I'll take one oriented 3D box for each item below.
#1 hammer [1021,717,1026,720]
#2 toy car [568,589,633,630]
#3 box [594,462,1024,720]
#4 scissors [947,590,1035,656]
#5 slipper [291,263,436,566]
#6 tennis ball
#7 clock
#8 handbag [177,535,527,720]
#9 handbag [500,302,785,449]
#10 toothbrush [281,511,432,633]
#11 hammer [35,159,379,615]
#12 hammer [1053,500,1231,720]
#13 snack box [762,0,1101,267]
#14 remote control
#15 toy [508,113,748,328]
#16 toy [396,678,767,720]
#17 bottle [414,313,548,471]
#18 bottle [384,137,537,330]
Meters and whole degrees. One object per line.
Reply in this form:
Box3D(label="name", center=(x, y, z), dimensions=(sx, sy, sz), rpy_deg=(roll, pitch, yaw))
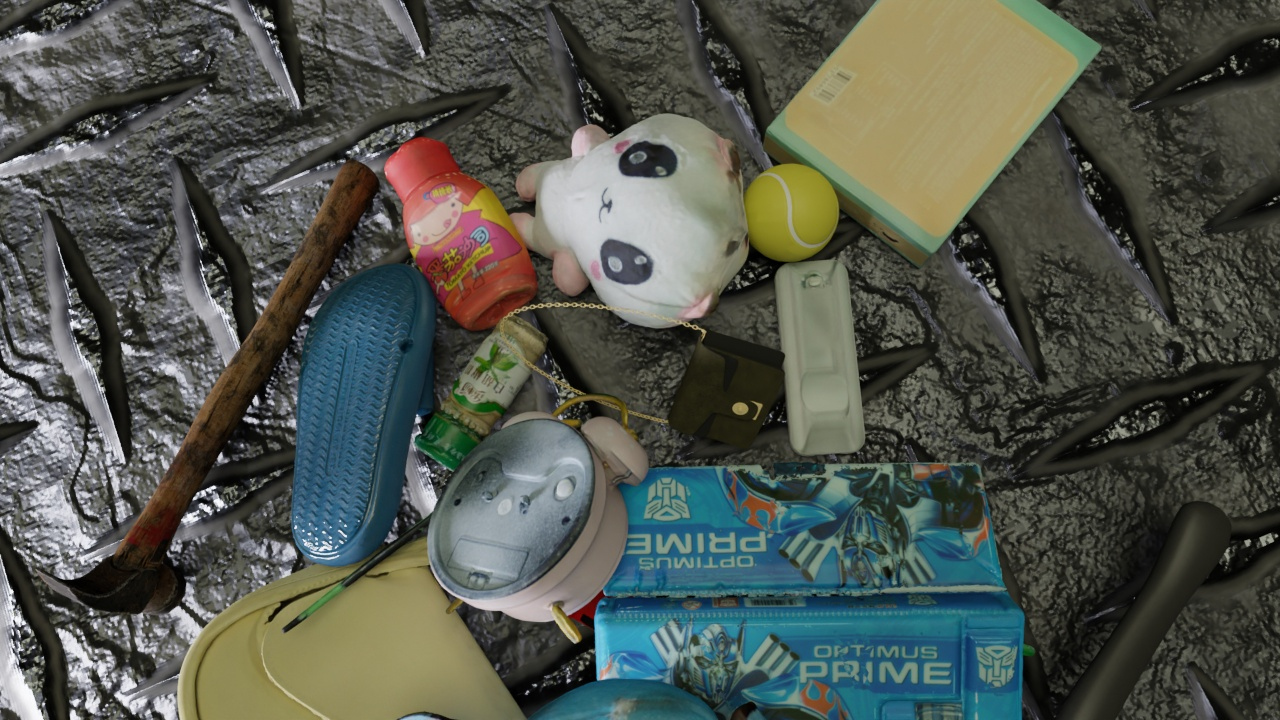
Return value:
Box3D(label="hammer", center=(0.275, 0.261, 0.557), dimensions=(0.333, 0.033, 0.133), rpy_deg=(29, 84, 7))
Box3D(label="toy car", center=(-0.011, 0.134, 0.598), dimensions=(0.038, 0.025, 0.089), rpy_deg=(27, 82, 7))
Box3D(label="box", center=(0.096, 0.144, 0.543), dimensions=(0.243, 0.060, 0.175), rpy_deg=(-2, 79, 3))
Box3D(label="scissors", center=(0.194, 0.161, 0.592), dimensions=(0.127, 0.011, 0.123), rpy_deg=(15, 83, 5))
Box3D(label="slipper", center=(-0.172, 0.029, 0.595), dimensions=(0.104, 0.059, 0.213), rpy_deg=(-15, 59, 25))
Box3D(label="tennis ball", center=(0.100, -0.099, 0.617), dimensions=(0.065, 0.065, 0.065), rpy_deg=(0, 79, 2))
Box3D(label="clock", center=(-0.058, 0.083, 0.559), dimensions=(0.117, 0.059, 0.157), rpy_deg=(0, 56, 36))
Box3D(label="handbag", center=(-0.153, 0.223, 0.557), dimensions=(0.190, 0.089, 0.233), rpy_deg=(-36, 80, -8))
Box3D(label="handbag", center=(-0.002, 0.004, 0.588), dimensions=(0.178, 0.084, 0.027), rpy_deg=(17, 38, -3))
Box3D(label="toothbrush", center=(-0.141, 0.108, 0.571), dimensions=(0.187, 0.014, 0.017), rpy_deg=(-39, 91, -36))
Box3D(label="hammer", center=(-0.261, 0.007, 0.599), dimensions=(0.033, 0.120, 0.329), rpy_deg=(23, 75, 6))
Box3D(label="hammer", center=(0.252, 0.209, 0.521), dimensions=(0.310, 0.029, 0.125), rpy_deg=(-48, 112, -14))
Box3D(label="snack box", center=(0.201, -0.183, 0.640), dimensions=(0.141, 0.044, 0.193), rpy_deg=(39, 83, 8))
Box3D(label="remote control", center=(0.121, -0.003, 0.620), dimensions=(0.050, 0.022, 0.133), rpy_deg=(-4, 79, 1))
Box3D(label="toy", center=(-0.011, -0.096, 0.613), dimensions=(0.180, 0.101, 0.139), rpy_deg=(12, 92, 24))
Box3D(label="toy", center=(-0.027, 0.253, 0.486), dimensions=(0.224, 0.099, 0.191), rpy_deg=(3, 107, -10))
Box3D(label="bottle", center=(-0.105, 0.022, 0.615), dimensions=(0.042, 0.043, 0.110), rpy_deg=(32, 80, 8))
Box3D(label="bottle", center=(-0.126, -0.090, 0.631), dimensions=(0.072, 0.048, 0.134), rpy_deg=(-36, 77, 20))
